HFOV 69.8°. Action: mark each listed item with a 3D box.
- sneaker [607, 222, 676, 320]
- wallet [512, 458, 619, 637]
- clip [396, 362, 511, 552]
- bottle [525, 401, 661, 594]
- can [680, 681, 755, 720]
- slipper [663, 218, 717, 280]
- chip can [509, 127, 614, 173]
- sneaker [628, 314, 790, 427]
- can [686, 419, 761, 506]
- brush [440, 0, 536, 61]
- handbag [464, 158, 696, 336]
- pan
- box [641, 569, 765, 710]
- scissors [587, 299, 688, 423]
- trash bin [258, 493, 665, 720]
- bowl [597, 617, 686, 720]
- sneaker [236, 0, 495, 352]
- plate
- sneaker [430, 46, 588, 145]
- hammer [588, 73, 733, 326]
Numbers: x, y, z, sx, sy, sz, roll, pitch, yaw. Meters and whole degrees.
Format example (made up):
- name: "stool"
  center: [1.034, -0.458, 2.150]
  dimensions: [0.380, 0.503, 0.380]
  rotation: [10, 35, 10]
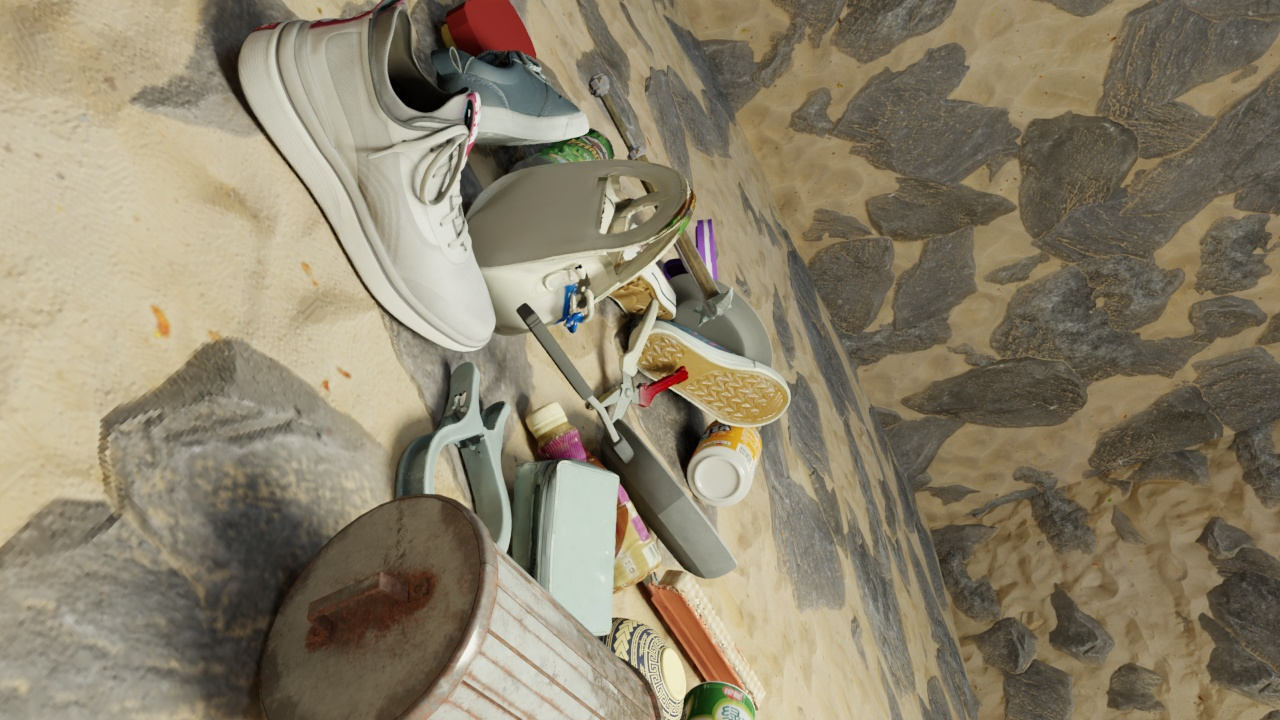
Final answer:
- name: "sneaker"
  center: [-0.013, -0.118, 1.065]
  dimensions: [0.241, 0.118, 0.087]
  rotation: [38, 55, -65]
- name: "wallet"
  center: [-0.057, 0.143, 0.694]
  dimensions: [0.100, 0.054, 0.131]
  rotation: [26, 57, -55]
- name: "clip"
  center: [-0.137, 0.055, 0.634]
  dimensions: [0.141, 0.029, 0.171]
  rotation: [52, 24, -42]
- name: "bottle"
  center: [-0.045, 0.113, 0.778]
  dimensions: [0.166, 0.060, 0.059]
  rotation: [61, 18, 5]
- name: "can"
  center: [0.063, 0.344, 0.798]
  dimensions: [0.067, 0.067, 0.120]
  rotation: [62, 20, -16]
- name: "slipper"
  center: [0.069, -0.061, 1.276]
  dimensions: [0.107, 0.084, 0.267]
  rotation: [-86, 169, -53]
- name: "chip can"
  center: [-0.083, -0.205, 1.008]
  dimensions: [0.075, 0.076, 0.222]
  rotation: [62, 19, -15]
- name: "sneaker"
  center: [0.079, 0.011, 1.141]
  dimensions: [0.235, 0.087, 0.079]
  rotation: [25, 17, -25]
- name: "can"
  center: [0.109, 0.123, 1.158]
  dimensions: [0.079, 0.079, 0.142]
  rotation: [65, 19, -8]
- name: "brush"
  center: [-0.165, -0.343, 0.988]
  dimensions: [0.082, 0.042, 0.173]
  rotation: [61, 20, -19]
- name: "handbag"
  center: [-0.047, -0.104, 0.795]
  dimensions: [0.200, 0.200, 0.093]
  rotation: [-83, 158, -53]
- name: "pan"
  center: [-0.017, 0.079, 0.806]
  dimensions: [0.178, 0.041, 0.357]
  rotation: [44, -10, 49]
- name: "box"
  center: [0.057, 0.270, 0.891]
  dimensions: [0.043, 0.083, 0.187]
  rotation: [-49, 121, -36]
- name: "scissors"
  center: [0.001, 0.012, 1.002]
  dimensions: [0.193, 0.015, 0.179]
  rotation: [20, 65, -52]
- name: "trash bin"
  center: [-0.087, 0.171, 0.483]
  dimensions: [0.211, 0.131, 0.130]
  rotation: [53, 23, -40]
- name: "bowl"
  center: [0.000, 0.257, 0.731]
  dimensions: [0.112, 0.061, 0.112]
  rotation: [54, 23, -36]
- name: "sneaker"
  center: [-0.152, -0.126, 0.642]
  dimensions: [0.096, 0.129, 0.263]
  rotation: [-75, 143, -57]
- name: "plate"
  center: [0.091, -0.033, 1.187]
  dimensions: [0.012, 0.179, 0.178]
  rotation: [-43, 115, -33]
- name: "sneaker"
  center: [-0.126, -0.259, 0.899]
  dimensions: [0.235, 0.089, 0.087]
  rotation: [-26, 114, -66]
- name: "hammer"
  center: [0.021, -0.193, 1.069]
  dimensions: [0.317, 0.028, 0.147]
  rotation: [62, -12, 0]
